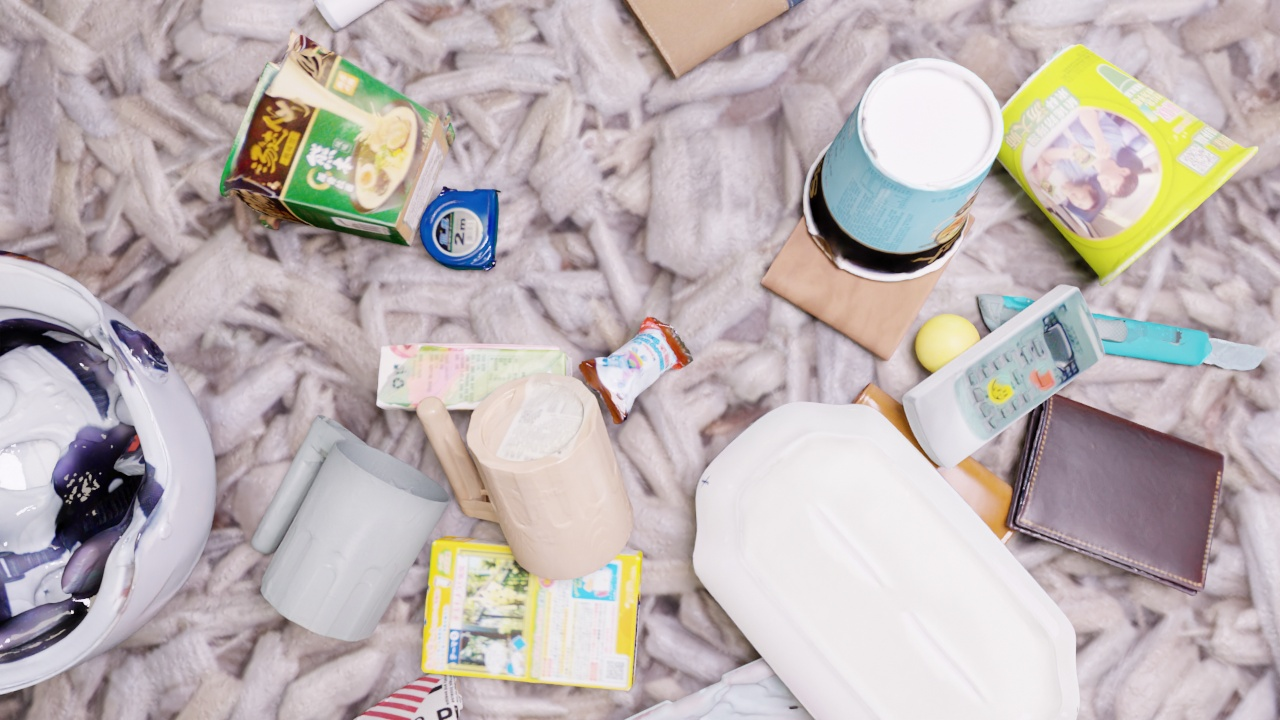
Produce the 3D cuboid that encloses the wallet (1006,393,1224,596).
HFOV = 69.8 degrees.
[{"bbox_3d":[0.302,0.082,0.579,0.122,0.020,0.096,20,73,3],"label":"wallet"}]

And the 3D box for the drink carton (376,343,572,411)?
[{"bbox_3d":[-0.107,0.012,0.611,0.122,0.053,0.045,0,85,3],"label":"drink carton"}]

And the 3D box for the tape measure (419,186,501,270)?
[{"bbox_3d":[-0.124,-0.090,0.635,0.054,0.025,0.058,2,81,6],"label":"tape measure"}]

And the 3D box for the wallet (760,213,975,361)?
[{"bbox_3d":[0.153,-0.073,0.617,0.101,0.020,0.115,33,85,7],"label":"wallet"}]

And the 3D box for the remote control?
[{"bbox_3d":[0.229,0.011,0.576,0.135,0.019,0.056,-33,109,-8],"label":"remote control"}]

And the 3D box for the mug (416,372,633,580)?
[{"bbox_3d":[-0.072,0.068,0.570,0.125,0.104,0.084,9,47,22],"label":"mug"}]

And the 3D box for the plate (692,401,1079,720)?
[{"bbox_3d":[0.149,0.142,0.550,0.162,0.034,0.265,-39,82,-8],"label":"plate"}]

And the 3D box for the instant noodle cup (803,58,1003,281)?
[{"bbox_3d":[0.160,-0.116,0.554,0.111,0.120,0.111,-1,79,3],"label":"instant noodle cup"}]

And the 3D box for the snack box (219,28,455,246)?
[{"bbox_3d":[-0.192,-0.132,0.606,0.105,0.118,0.117,21,86,-5],"label":"snack box"}]

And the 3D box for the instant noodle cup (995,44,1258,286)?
[{"bbox_3d":[0.287,-0.129,0.572,0.111,0.111,0.123,-41,76,0],"label":"instant noodle cup"}]

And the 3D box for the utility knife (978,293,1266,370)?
[{"bbox_3d":[0.314,-0.018,0.602,0.185,0.013,0.029,10,89,5],"label":"utility knife"}]

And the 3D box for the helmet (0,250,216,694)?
[{"bbox_3d":[-0.373,0.069,0.580,0.229,0.146,0.258,-32,76,0],"label":"helmet"}]

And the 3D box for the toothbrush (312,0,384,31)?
[{"bbox_3d":[-0.133,-0.305,0.653,0.221,0.027,0.026,-32,50,1],"label":"toothbrush"}]

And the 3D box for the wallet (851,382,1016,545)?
[{"bbox_3d":[0.166,0.099,0.597,0.130,0.035,0.119,38,82,6],"label":"wallet"}]

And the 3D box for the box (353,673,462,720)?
[{"bbox_3d":[-0.167,0.284,0.601,0.162,0.075,0.086,-35,115,-2],"label":"box"}]

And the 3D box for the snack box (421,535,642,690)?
[{"bbox_3d":[-0.070,0.165,0.606,0.140,0.034,0.087,3,85,3],"label":"snack box"}]

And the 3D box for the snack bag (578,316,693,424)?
[{"bbox_3d":[-0.003,0.003,0.590,0.026,0.105,0.045,-28,96,36],"label":"snack bag"}]

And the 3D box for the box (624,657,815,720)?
[{"bbox_3d":[0.066,0.272,0.575,0.201,0.069,0.157,-25,78,2],"label":"box"}]

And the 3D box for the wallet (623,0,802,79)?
[{"bbox_3d":[0.051,-0.259,0.634,0.115,0.033,0.090,-32,81,2],"label":"wallet"}]

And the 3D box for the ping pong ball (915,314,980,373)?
[{"bbox_3d":[0.200,-0.010,0.597,0.040,0.040,0.040,0,85,4],"label":"ping pong ball"}]

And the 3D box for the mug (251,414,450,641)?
[{"bbox_3d":[-0.199,0.107,0.604,0.124,0.083,0.103,28,88,33],"label":"mug"}]
